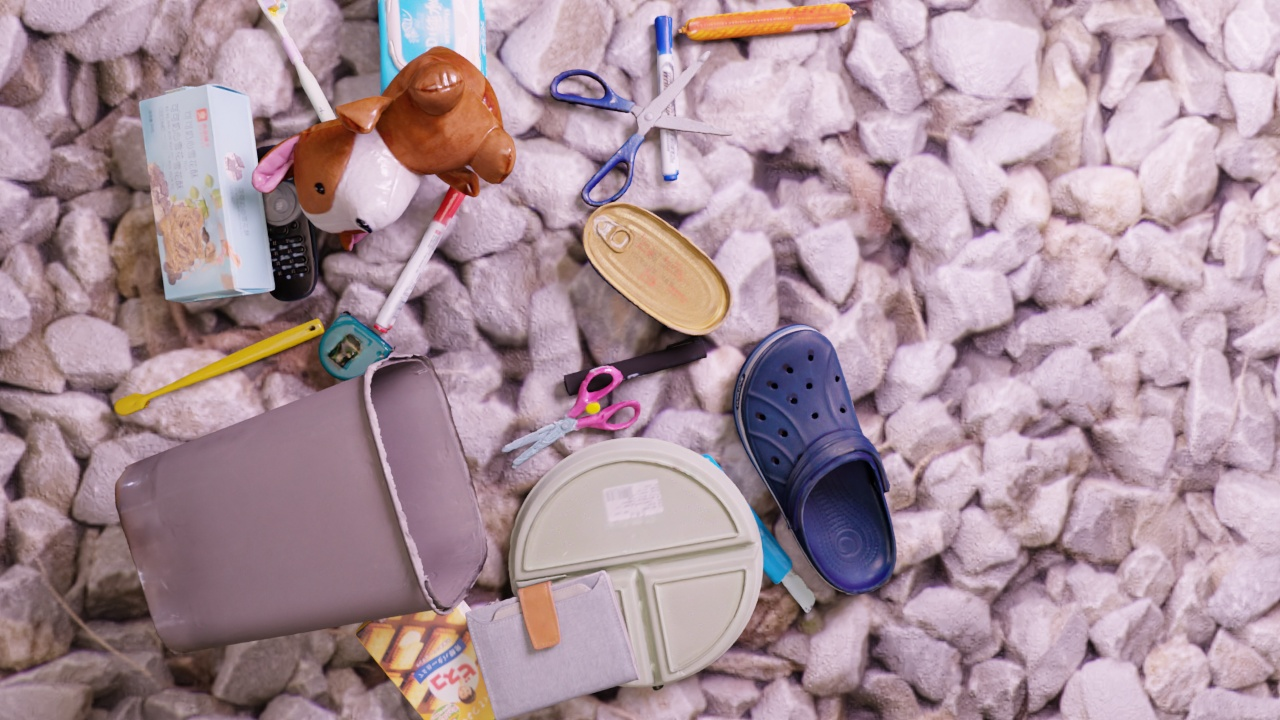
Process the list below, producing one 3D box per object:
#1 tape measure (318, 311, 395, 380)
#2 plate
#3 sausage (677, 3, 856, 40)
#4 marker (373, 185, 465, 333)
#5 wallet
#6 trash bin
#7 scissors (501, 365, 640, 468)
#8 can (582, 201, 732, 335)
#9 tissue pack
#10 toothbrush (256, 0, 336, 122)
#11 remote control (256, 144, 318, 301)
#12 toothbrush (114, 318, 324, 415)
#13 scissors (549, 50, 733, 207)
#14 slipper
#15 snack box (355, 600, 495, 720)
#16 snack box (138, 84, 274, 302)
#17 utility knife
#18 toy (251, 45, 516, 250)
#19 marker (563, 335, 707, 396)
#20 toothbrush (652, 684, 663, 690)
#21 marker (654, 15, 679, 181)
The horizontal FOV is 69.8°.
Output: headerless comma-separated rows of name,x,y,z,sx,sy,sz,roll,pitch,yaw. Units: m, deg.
tape measure,-0.255,-0.008,0.812,0.058,0.025,0.054,38,88,-3
plate,-0.005,0.184,0.818,0.230,0.027,0.230,0,94,1
sausage,0.115,-0.306,0.829,0.165,0.021,0.021,-7,92,-4
marker,-0.197,-0.090,0.817,0.017,0.017,0.145,29,90,-4
wallet,-0.076,0.244,0.791,0.130,0.037,0.106,-17,93,1
trash bin,-0.263,0.121,0.739,0.220,0.199,0.198,-17,93,3
scissors,-0.060,0.064,0.831,0.138,0.017,0.077,-39,119,8
can,0.014,-0.080,0.815,0.148,0.049,0.074,37,89,-4
tissue pack,-0.180,-0.282,0.789,0.090,0.063,0.140,-2,92,-4
toothbrush,-0.283,-0.232,0.806,0.020,0.029,0.189,-22,96,39
remote control,-0.312,-0.119,0.805,0.053,0.024,0.136,-8,92,3
toothbrush,-0.370,0.006,0.810,0.190,0.016,0.015,-23,92,-4
scissors,-0.006,-0.213,0.817,0.162,0.012,0.176,34,97,4
slipper,0.159,0.095,0.811,0.105,0.095,0.253,-21,96,-6
snack box,-0.176,0.267,0.822,0.087,0.034,0.140,-37,95,-2
snack box,-0.366,-0.138,0.776,0.074,0.051,0.175,-6,93,19
utility knife,0.102,0.160,0.844,0.034,0.018,0.185,-38,95,13
toy,-0.201,-0.159,0.741,0.200,0.140,0.130,-21,51,17
marker,-0.005,0.005,0.832,0.132,0.020,0.022,-15,86,-4
toothbrush,-0.018,0.217,0.841,0.017,0.012,0.186,-20,93,3
marker,0.024,-0.236,0.828,0.017,0.017,0.146,-3,92,-4
